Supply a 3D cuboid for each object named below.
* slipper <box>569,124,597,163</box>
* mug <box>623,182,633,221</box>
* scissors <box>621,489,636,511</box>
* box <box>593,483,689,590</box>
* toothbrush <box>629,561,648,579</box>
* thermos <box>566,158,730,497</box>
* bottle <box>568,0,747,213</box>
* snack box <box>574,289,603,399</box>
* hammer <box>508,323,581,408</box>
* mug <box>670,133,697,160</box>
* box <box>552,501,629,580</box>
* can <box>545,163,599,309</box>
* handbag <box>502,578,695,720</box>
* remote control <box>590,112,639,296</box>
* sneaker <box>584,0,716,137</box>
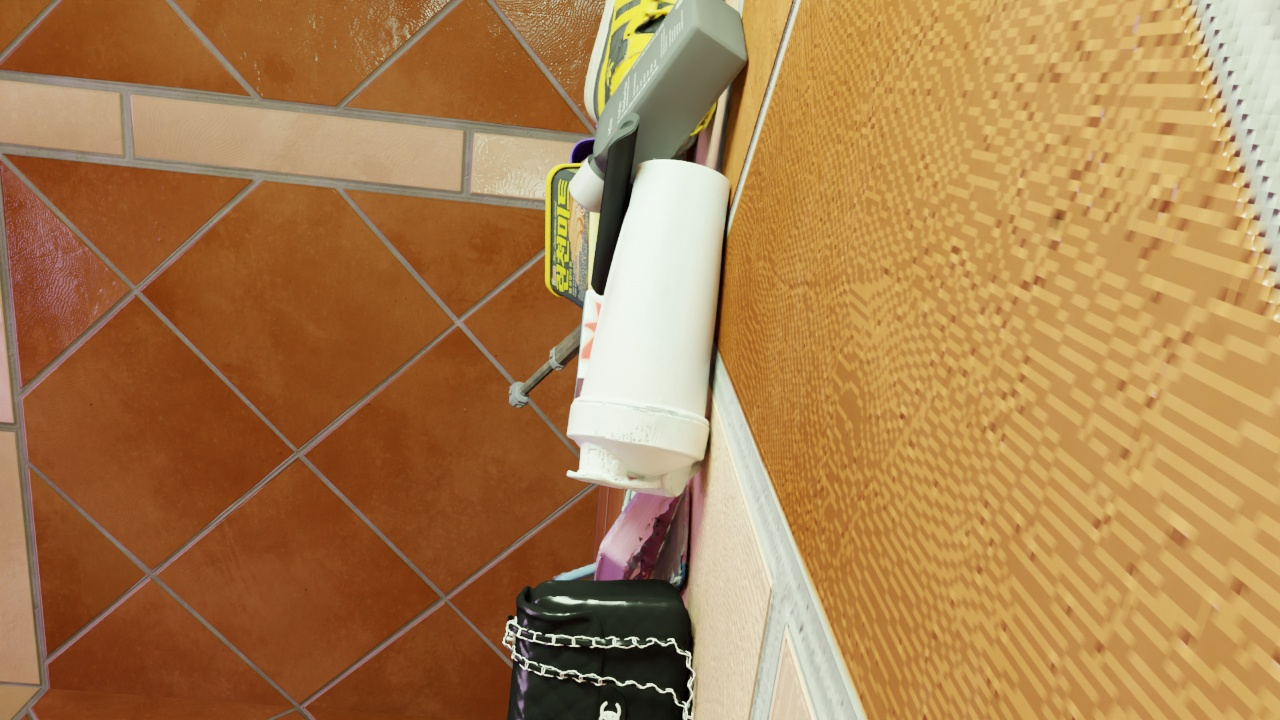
[{"bbox_3d":[-0.029,-0.195,1.026,0.107,0.084,0.266,61,-172,1],"label":"slipper"},{"bbox_3d":[0.013,-0.108,0.742,0.118,0.082,0.098,111,164,-75],"label":"mug"},{"bbox_3d":[-0.001,0.114,1.061,0.177,0.013,0.170,90,-171,-48],"label":"scissors"},{"bbox_3d":[0.009,0.173,0.761,0.084,0.071,0.231,-51,-13,-25],"label":"box"},{"bbox_3d":[0.002,0.188,0.914,0.026,0.027,0.223,-56,-14,-32],"label":"toothbrush"},{"bbox_3d":[0.013,-0.020,0.627,0.099,0.099,0.220,118,163,-81],"label":"thermos"},{"bbox_3d":[0.006,-0.180,0.673,0.174,0.046,0.083,-48,26,34],"label":"bottle"},{"bbox_3d":[-0.004,0.004,0.750,0.080,0.095,0.092,100,175,-52],"label":"snack box"},{"bbox_3d":[-0.062,-0.031,0.997,0.318,0.028,0.146,-39,43,42],"label":"hammer"},{"bbox_3d":[0.022,-0.252,0.924,0.111,0.084,0.104,56,-160,-59],"label":"mug"},{"bbox_3d":[-0.035,0.218,0.995,0.124,0.043,0.210,-45,-13,-13],"label":"box"},{"bbox_3d":[-0.038,-0.114,0.869,0.101,0.072,0.131,35,127,56],"label":"can"},{"bbox_3d":[-0.032,0.225,0.594,0.114,0.125,0.153,-142,58,-86],"label":"handbag"},{"bbox_3d":[-0.019,-0.108,0.657,0.147,0.015,0.033,101,-176,-47],"label":"remote control"},{"bbox_3d":[0.028,-0.288,0.766,0.239,0.086,0.122,-68,30,25],"label":"sneaker"}]
